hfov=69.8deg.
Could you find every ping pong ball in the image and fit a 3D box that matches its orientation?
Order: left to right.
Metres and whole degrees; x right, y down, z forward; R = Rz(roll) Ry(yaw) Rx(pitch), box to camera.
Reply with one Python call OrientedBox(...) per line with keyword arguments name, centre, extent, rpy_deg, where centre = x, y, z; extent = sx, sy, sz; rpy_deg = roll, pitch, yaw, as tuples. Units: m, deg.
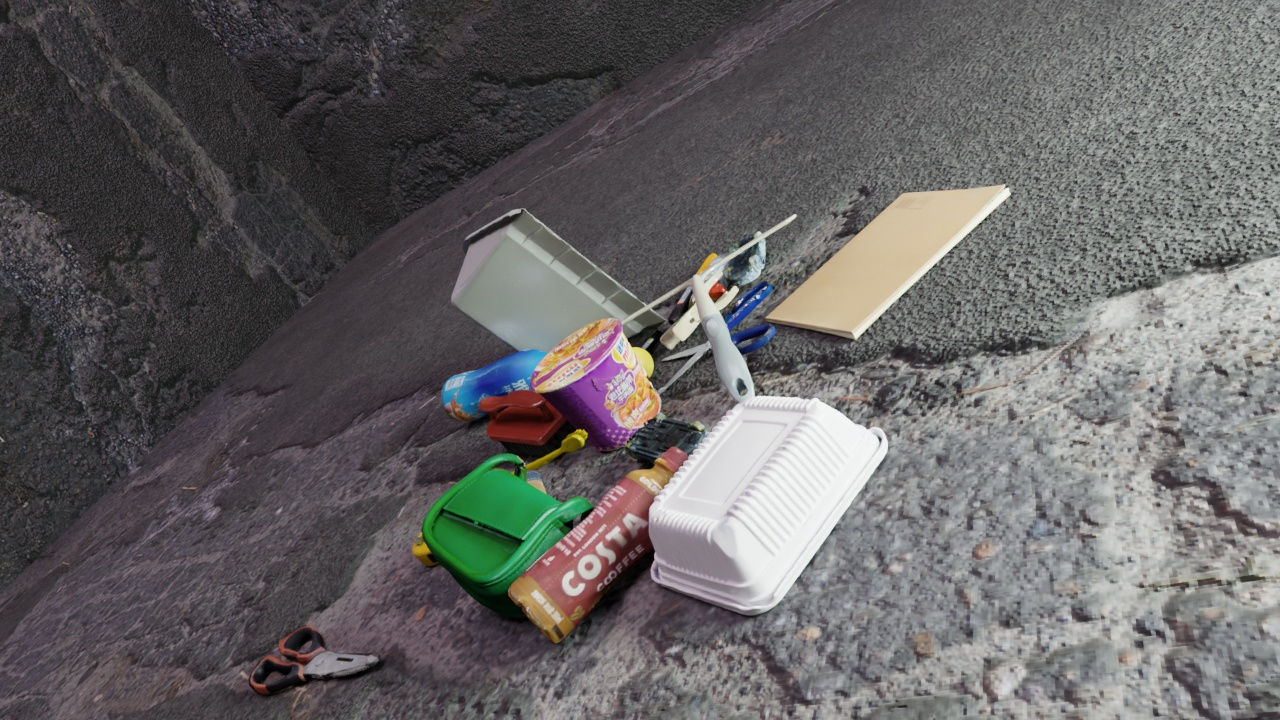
OrientedBox(name="ping pong ball", centre=(-0.006, 0.006, 0.991), extent=(0.040, 0.040, 0.040), rpy_deg=(-31, 22, 14))

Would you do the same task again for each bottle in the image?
OrientedBox(name="bottle", centre=(-0.159, 0.025, 1.149), extent=(0.219, 0.065, 0.065), rpy_deg=(-19, 28, 36))
OrientedBox(name="bottle", centre=(-0.023, 0.140, 0.722), extent=(0.174, 0.057, 0.057), rpy_deg=(-43, 23, -15))

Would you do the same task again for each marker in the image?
OrientedBox(name="marker", centre=(-0.006, 0.004, 1.034), extent=(0.018, 0.015, 0.123), rpy_deg=(-19, 24, 45))
OrientedBox(name="marker", centre=(0.065, -0.086, 1.111), extent=(0.018, 0.015, 0.123), rpy_deg=(-9, 37, 45))

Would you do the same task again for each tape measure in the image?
OrientedBox(name="tape measure", centre=(-0.210, 0.184, 0.952), extent=(0.057, 0.029, 0.060), rpy_deg=(-41, 22, -11))

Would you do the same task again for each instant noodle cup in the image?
OrientedBox(name="instant noodle cup", centre=(-0.038, 0.028, 0.916), extent=(0.112, 0.099, 0.111), rpy_deg=(-32, 22, 15))
OrientedBox(name="instant noodle cup", centre=(0.080, 0.091, 0.670), extent=(0.173, 0.060, 0.138), rpy_deg=(-46, 23, -25))

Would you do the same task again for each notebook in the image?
OrientedBox(name="notebook", centre=(0.234, -0.100, 0.891), extent=(0.211, 0.012, 0.149), rpy_deg=(-42, 21, -12))

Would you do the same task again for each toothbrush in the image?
OrientedBox(name="toothbrush", centre=(-0.120, 0.113, 0.938), extent=(0.191, 0.015, 0.016), rpy_deg=(-33, 14, 36))

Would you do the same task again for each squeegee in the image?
OrientedBox(name="squeegee", centre=(0.071, -0.038, 0.900), extent=(0.247, 0.039, 0.246), rpy_deg=(-31, 33, 12))

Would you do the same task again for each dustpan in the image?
OrientedBox(name="dustpan", centre=(-0.118, -0.102, 1.148), extent=(0.259, 0.222, 0.142), rpy_deg=(-32, 32, 40))

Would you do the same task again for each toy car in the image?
OrientedBox(name="toy car", centre=(0.025, 0.076, 0.816), extent=(0.048, 0.031, 0.106), rpy_deg=(-45, 22, -19))
OrientedBox(name="toy car", centre=(0.123, -0.114, 1.052), extent=(0.043, 0.034, 0.090), rpy_deg=(-22, 28, 26))

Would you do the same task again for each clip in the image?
OrientedBox(name="clip", centre=(0.064, -0.053, 1.007), extent=(0.100, 0.035, 0.076), rpy_deg=(-49, 6, -23))

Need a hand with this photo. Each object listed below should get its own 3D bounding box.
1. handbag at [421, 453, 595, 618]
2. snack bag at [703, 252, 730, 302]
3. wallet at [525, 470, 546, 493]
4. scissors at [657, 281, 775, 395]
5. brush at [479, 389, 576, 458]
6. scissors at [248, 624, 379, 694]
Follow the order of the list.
OrientedBox(name="handbag", centre=(-0.111, 0.147, 0.785), extent=(0.131, 0.068, 0.120), rpy_deg=(22, 62, 46))
OrientedBox(name="snack bag", centre=(0.092, -0.102, 1.081), extent=(0.045, 0.026, 0.105), rpy_deg=(-15, 30, 33))
OrientedBox(name="wallet", centre=(-0.120, 0.158, 0.868), extent=(0.090, 0.033, 0.115), rpy_deg=(-40, 23, -1))
OrientedBox(name="scissors", centre=(0.083, -0.022, 0.948), extent=(0.175, 0.012, 0.162), rpy_deg=(-47, 21, -15))
OrientedBox(name="brush", centre=(-0.129, 0.065, 1.017), extent=(0.063, 0.069, 0.146), rpy_deg=(-47, 24, -28))
OrientedBox(name="scissors", centre=(-0.314, 0.289, 0.911), extent=(0.210, 0.015, 0.176), rpy_deg=(-33, 21, 8))
